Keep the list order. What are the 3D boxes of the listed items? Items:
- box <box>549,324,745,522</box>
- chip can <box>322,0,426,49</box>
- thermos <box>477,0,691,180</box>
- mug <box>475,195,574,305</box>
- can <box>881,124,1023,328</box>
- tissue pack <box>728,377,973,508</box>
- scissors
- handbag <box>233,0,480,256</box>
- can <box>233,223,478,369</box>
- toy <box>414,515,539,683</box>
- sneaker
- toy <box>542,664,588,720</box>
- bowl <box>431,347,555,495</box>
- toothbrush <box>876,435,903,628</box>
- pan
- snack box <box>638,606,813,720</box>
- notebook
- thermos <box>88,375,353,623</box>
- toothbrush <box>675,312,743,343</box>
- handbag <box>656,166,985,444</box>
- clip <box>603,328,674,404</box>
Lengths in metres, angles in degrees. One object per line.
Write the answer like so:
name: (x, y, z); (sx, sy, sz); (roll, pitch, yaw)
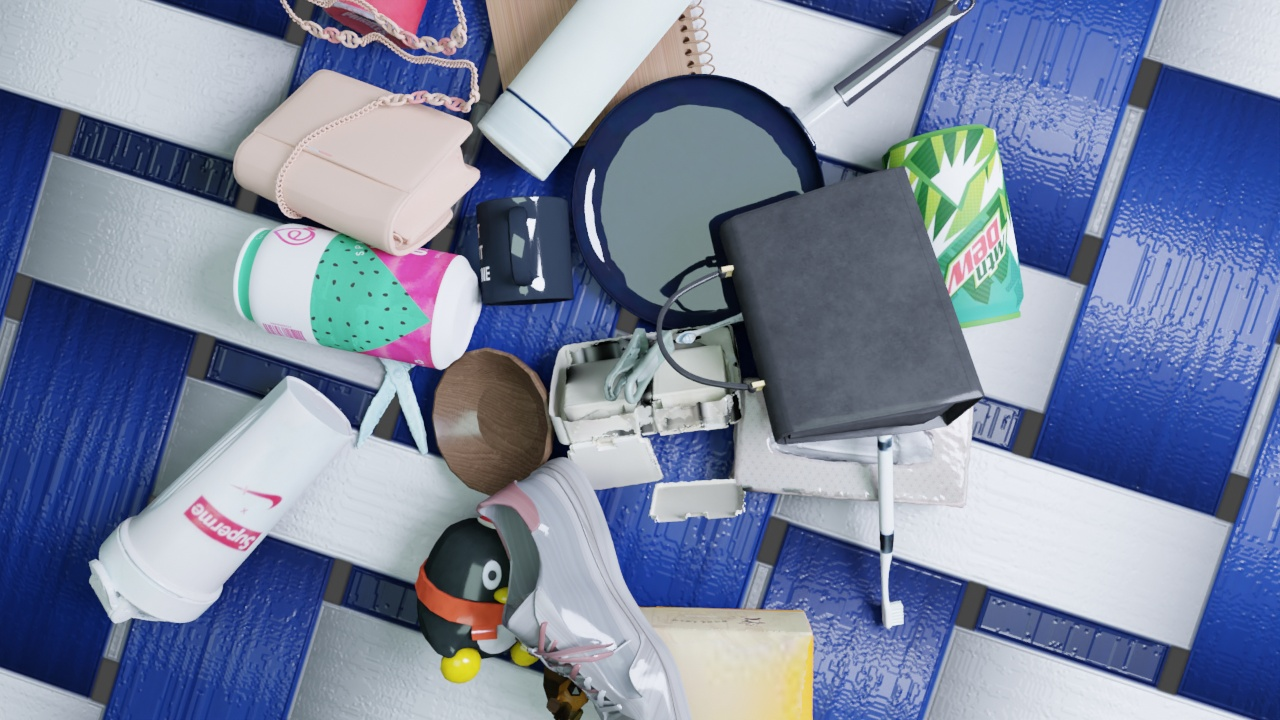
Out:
box: (0.010, 0.073, 0.683); (0.143, 0.193, 0.101); (-7, 126, 9)
chip can: (-0.173, -0.369, 0.716); (0.073, 0.073, 0.233); (20, 92, 2)
thermos: (-0.027, -0.242, 0.690); (0.068, 0.068, 0.230); (40, 94, 2)
mug: (-0.089, -0.084, 0.700); (0.071, 0.105, 0.077); (-4, 91, -2)
can: (0.236, -0.096, 0.692); (0.083, 0.083, 0.144); (-11, 91, 3)
tissue pack: (0.163, 0.058, 0.711); (0.181, 0.071, 0.104); (5, 92, 7)
scissors: (-0.186, -0.008, 0.753); (0.159, 0.014, 0.172); (-18, 90, 4)
handbag: (-0.225, -0.185, 0.652); (0.199, 0.187, 0.116); (24, 57, 18)
can: (-0.214, -0.050, 0.702); (0.166, 0.088, 0.088); (11, 92, 3)
toy: (-0.124, 0.170, 0.710); (0.097, 0.100, 0.119); (-1, 107, -40)
sneaker: (-0.049, 0.187, 0.639); (0.089, 0.099, 0.236); (-16, 72, -32)
toy: (-0.049, 0.251, 0.709); (0.062, 0.100, 0.076); (27, 94, 9)
bowl: (-0.111, 0.047, 0.729); (0.118, 0.030, 0.118); (3, 97, 29)
toothbrush: (0.190, 0.127, 0.699); (0.017, 0.012, 0.187); (-10, 113, -5)
pan: (0.108, -0.168, 0.713); (0.357, 0.021, 0.199); (-36, 97, 7)
snack box: (0.058, 0.298, 0.712); (0.145, 0.080, 0.195); (0, 91, 4)
notebook: (-0.036, -0.284, 0.734); (0.169, 0.022, 0.210); (-11, 91, 4)
thermos: (-0.332, 0.113, 0.726); (0.099, 0.099, 0.220); (43, 89, 1)
toothbrush: (0.112, -0.047, 0.711); (0.185, 0.024, 0.022); (-19, 110, -10)
handbag: (0.109, -0.028, 0.647); (0.195, 0.072, 0.175); (-11, 71, -5)
clip: (-0.002, 0.004, 0.673); (0.047, 0.076, 0.023); (5, 128, 26)
